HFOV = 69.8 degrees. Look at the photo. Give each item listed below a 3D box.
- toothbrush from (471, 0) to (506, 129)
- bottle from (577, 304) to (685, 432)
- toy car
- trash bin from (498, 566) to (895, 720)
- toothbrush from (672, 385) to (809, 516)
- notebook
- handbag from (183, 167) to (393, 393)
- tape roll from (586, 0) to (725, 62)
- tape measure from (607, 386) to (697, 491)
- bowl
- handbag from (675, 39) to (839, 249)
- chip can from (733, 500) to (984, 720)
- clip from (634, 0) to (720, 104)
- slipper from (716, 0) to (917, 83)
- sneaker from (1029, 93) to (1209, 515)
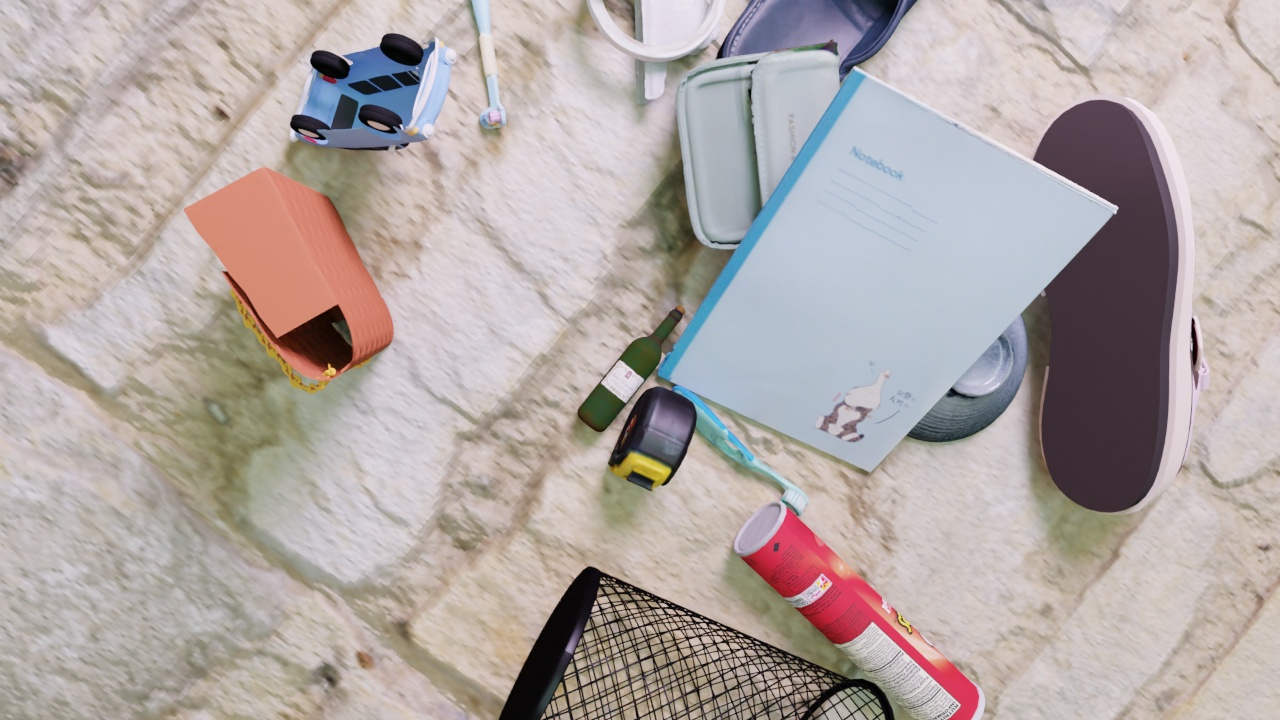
[{"bbox_3d":[-0.107,-0.234,0.612,0.022,0.016,0.155,-3,98,33],"label":"toothbrush"},{"bbox_3d":[-0.004,0.004,0.644,0.025,0.025,0.106,39,89,-10],"label":"bottle"},{"bbox_3d":[-0.161,-0.157,0.557,0.054,0.154,0.056,21,82,-46],"label":"toy car"},{"bbox_3d":[0.024,0.248,0.600,0.210,0.184,0.184,29,91,-4],"label":"trash bin"},{"bbox_3d":[0.072,0.066,0.663,0.135,0.022,0.017,42,53,-10],"label":"toothbrush"},{"bbox_3d":[0.144,-0.040,0.595,0.181,0.009,0.254,25,128,-9],"label":"notebook"},{"bbox_3d":[-0.196,-0.041,0.538,0.060,0.172,0.109,-30,99,-5],"label":"handbag"},{"bbox_3d":[0.010,-0.244,0.602,0.093,0.013,0.093,-1,95,-8],"label":"tape roll"},{"bbox_3d":[0.009,0.054,0.628,0.042,0.072,0.071,29,88,-7],"label":"tape measure"},{"bbox_3d":[0.229,-0.004,0.660,0.137,0.057,0.137,-1,95,-8],"label":"bowl"},{"bbox_3d":[0.079,-0.139,0.598,0.106,0.067,0.122,-5,108,11],"label":"handbag"},{"bbox_3d":[0.160,0.191,0.671,0.214,0.052,0.052,44,88,-9],"label":"chip can"},{"bbox_3d":[0.024,-0.227,0.618,0.059,0.052,0.102,-2,96,5],"label":"clip"},{"bbox_3d":[0.153,-0.278,0.611,0.109,0.083,0.265,36,88,-7],"label":"slipper"},{"bbox_3d":[0.357,-0.043,0.657,0.116,0.112,0.294,-16,101,-34],"label":"sneaker"}]
